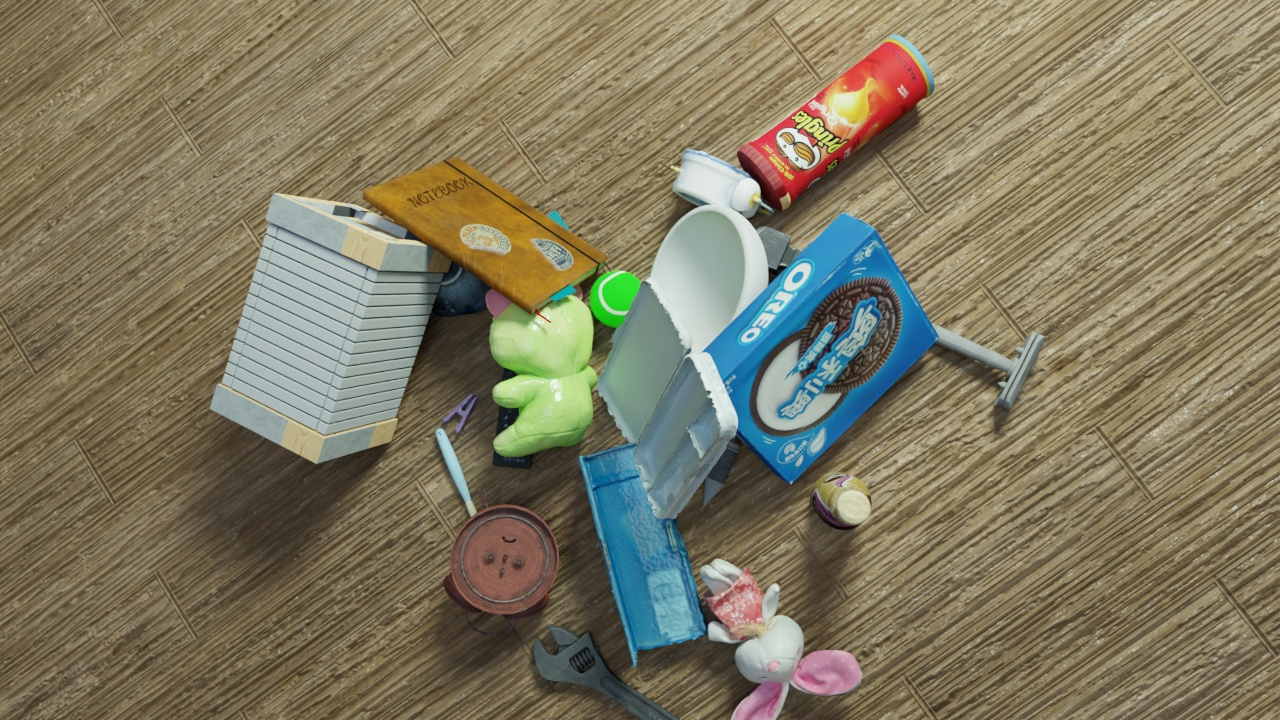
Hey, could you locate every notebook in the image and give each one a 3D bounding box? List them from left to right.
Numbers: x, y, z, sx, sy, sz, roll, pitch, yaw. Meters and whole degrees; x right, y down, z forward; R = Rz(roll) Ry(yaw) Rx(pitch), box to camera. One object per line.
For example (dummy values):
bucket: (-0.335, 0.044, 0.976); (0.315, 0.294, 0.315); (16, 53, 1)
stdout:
notebook: (-0.159, -0.146, 1.040); (0.249, 0.178, 0.014); (34, 127, 11)

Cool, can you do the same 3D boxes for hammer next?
hammer: (0.138, 0.017, 1.044); (0.156, 0.043, 0.322); (24, 91, 8)

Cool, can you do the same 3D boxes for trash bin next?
trash bin: (-0.337, -0.038, 1.016); (0.142, 0.142, 0.247); (24, 101, 13)

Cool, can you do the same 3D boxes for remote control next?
remote control: (-0.142, 0.051, 1.081); (0.047, 0.022, 0.150); (6, 84, 7)

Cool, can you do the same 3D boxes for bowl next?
bowl: (-0.225, -0.109, 1.086); (0.110, 0.055, 0.110); (-1, 84, 7)
bowl: (0.084, -0.079, 1.015); (0.066, 0.177, 0.176); (10, 85, -36)

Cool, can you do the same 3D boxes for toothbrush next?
toothbrush: (-0.209, 0.152, 1.081); (0.022, 0.016, 0.155); (-24, 83, 4)

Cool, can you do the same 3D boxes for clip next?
clip: (-0.217, 0.061, 1.092); (0.043, 0.014, 0.051); (13, 90, 10)

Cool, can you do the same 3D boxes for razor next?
razor: (0.373, -0.009, 1.018); (0.116, 0.047, 0.088); (27, 89, 16)

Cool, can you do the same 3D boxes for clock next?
clock: (-0.156, 0.232, 1.030); (0.120, 0.072, 0.157); (13, 88, -8)
clock: (0.095, -0.194, 1.039); (0.125, 0.088, 0.052); (25, 93, 10)

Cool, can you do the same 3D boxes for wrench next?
wrench: (-0.004, 0.389, 1.039); (0.273, 0.018, 0.073); (33, 90, 7)

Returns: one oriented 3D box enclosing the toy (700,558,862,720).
toy: (0.131, 0.301, 0.997); (0.159, 0.084, 0.194); (-30, 84, 9)

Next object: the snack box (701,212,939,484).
snack box: (0.184, -0.006, 0.967); (0.239, 0.195, 0.056); (-45, 41, 1)

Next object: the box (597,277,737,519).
box: (0.021, 0.044, 0.931); (0.045, 0.210, 0.191); (-13, 59, -27)

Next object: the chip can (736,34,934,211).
chip can: (0.218, -0.266, 1.033); (0.213, 0.087, 0.087); (-37, 82, 1)

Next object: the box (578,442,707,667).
box: (-0.001, 0.205, 1.005); (0.094, 0.111, 0.231); (-15, 84, 6)

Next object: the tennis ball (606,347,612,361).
tennis ball: (-0.006, 0.006, 1.045); (0.065, 0.065, 0.065); (-1, 85, 6)

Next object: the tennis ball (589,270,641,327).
tennis ball: (-0.026, -0.070, 1.054); (0.065, 0.065, 0.065); (-1, 85, 6)

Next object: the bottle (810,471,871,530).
bottle: (0.213, 0.149, 0.957); (0.060, 0.166, 0.059); (-1, 85, 6)

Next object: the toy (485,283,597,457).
toy: (-0.102, 0.005, 1.019); (0.107, 0.149, 0.197); (5, 99, 46)
